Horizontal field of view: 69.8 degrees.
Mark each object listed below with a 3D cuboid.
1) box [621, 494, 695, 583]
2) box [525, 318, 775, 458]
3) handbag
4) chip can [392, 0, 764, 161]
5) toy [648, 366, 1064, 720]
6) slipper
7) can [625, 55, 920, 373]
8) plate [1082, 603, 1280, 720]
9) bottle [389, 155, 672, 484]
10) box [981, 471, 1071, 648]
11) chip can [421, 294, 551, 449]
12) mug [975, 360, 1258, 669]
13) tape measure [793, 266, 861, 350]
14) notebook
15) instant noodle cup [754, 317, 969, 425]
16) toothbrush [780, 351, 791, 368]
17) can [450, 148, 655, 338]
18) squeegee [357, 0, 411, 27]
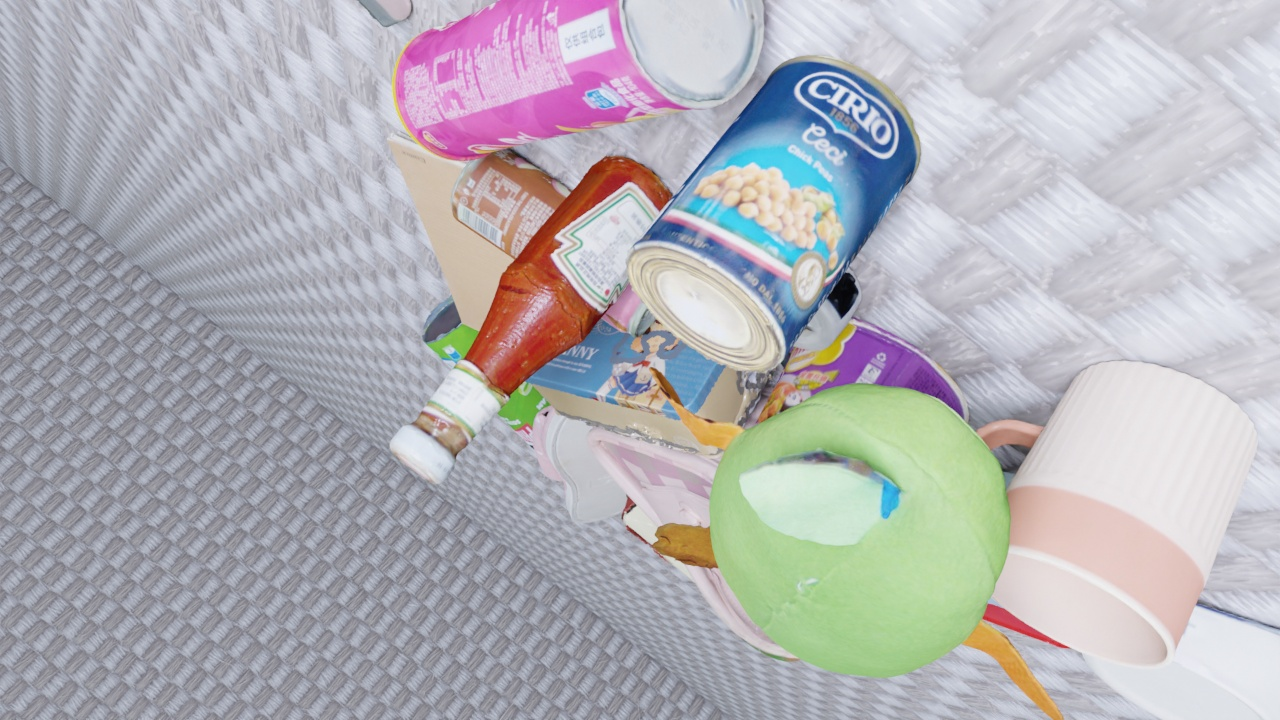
[{"bbox_3d":[0.067,0.164,0.844,0.168,0.091,0.076,41,-160,-9],"label":"box"},{"bbox_3d":[-0.004,0.004,0.635,0.185,0.089,0.060,10,149,40],"label":"box"},{"bbox_3d":[0.070,0.130,0.701,0.194,0.093,0.234,12,130,55],"label":"handbag"},{"bbox_3d":[-0.040,-0.136,0.421,0.211,0.071,0.071,8,146,53],"label":"chip can"},{"bbox_3d":[0.086,0.081,0.404,0.227,0.089,0.247,36,158,11],"label":"toy"},{"bbox_3d":[-0.041,0.082,0.867,0.275,0.114,0.054,87,163,-60],"label":"slipper"},{"bbox_3d":[0.054,-0.058,0.374,0.075,0.111,0.075,33,160,13],"label":"can"},{"bbox_3d":[0.337,0.193,0.570,0.164,0.034,0.164,20,154,43],"label":"plate"},{"bbox_3d":[-0.058,-0.023,0.500,0.060,0.205,0.060,33,161,12],"label":"bottle"},{"bbox_3d":[0.205,0.108,0.579,0.118,0.098,0.202,6,178,-21],"label":"box"},{"bbox_3d":[-0.120,0.033,0.931,0.072,0.072,0.236,9,146,53],"label":"chip can"},{"bbox_3d":[0.195,0.061,0.408,0.115,0.105,0.082,17,152,45],"label":"mug"},{"bbox_3d":[0.082,-0.037,0.489,0.066,0.033,0.066,39,162,-4],"label":"tape measure"},{"bbox_3d":[-0.113,-0.074,0.730,0.149,0.012,0.212,26,150,26],"label":"notebook"},{"bbox_3d":[0.114,0.046,0.526,0.111,0.099,0.112,32,162,12],"label":"instant noodle cup"},{"bbox_3d":[0.074,-0.021,0.567,0.016,0.018,0.181,1,142,47],"label":"toothbrush"},{"bbox_3d":[-0.048,-0.077,0.585,0.147,0.057,0.058,34,160,8],"label":"can"},{"bbox_3d":[-0.089,-0.214,0.380,0.250,0.040,0.247,20,170,28],"label":"squeegee"}]
